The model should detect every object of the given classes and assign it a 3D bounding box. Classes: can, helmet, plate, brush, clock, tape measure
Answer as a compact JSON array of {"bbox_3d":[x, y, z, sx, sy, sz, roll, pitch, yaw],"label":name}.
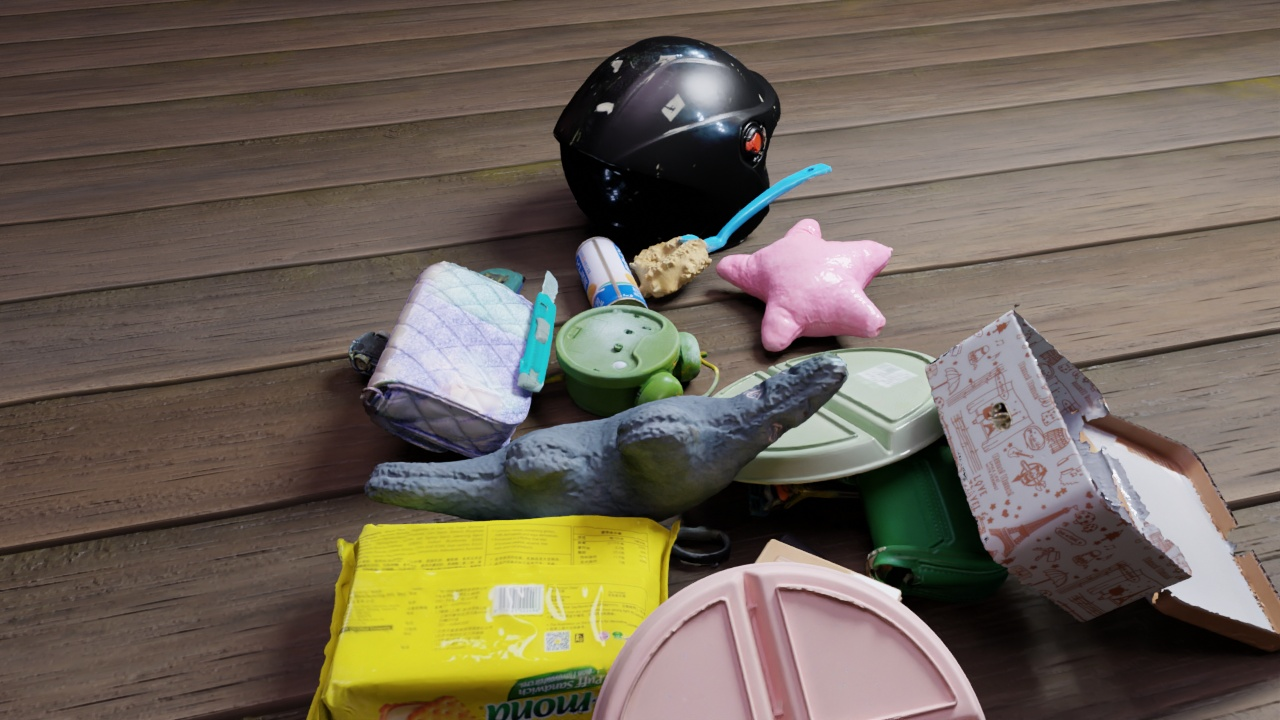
[{"bbox_3d":[-0.032,-0.079,0.978,0.053,0.053,0.134,-10,38,-11],"label":"can"},{"bbox_3d":[0.030,-0.263,1.076,0.233,0.230,0.274,35,89,38],"label":"helmet"},{"bbox_3d":[0.150,0.038,0.769,0.230,0.027,0.230,-15,18,5],"label":"plate"},{"bbox_3d":[0.097,-0.148,1.006,0.254,0.046,0.083,-33,26,-2],"label":"brush"},{"bbox_3d":[-0.005,0.005,0.864,0.161,0.056,0.115,13,40,18],"label":"clock"},{"bbox_3d":[0.084,0.225,0.503,0.229,0.028,0.229,0,69,1],"label":"plate"},{"bbox_3d":[-0.159,-0.081,1.008,0.054,0.025,0.058,9,38,12],"label":"tape measure"}]

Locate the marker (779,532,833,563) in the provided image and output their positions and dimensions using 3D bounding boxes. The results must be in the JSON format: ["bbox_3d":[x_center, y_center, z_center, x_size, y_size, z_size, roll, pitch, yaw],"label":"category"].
[{"bbox_3d":[0.154,0.169,0.673,0.022,0.020,0.132,-20,40,-40],"label":"marker"}]

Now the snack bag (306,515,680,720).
[{"bbox_3d":[-0.089,0.171,0.603,0.246,0.068,0.157,-3,38,-2],"label":"snack bag"}]

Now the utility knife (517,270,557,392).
[{"bbox_3d":[-0.093,-0.031,0.863,0.013,0.029,0.192,-38,28,26],"label":"utility knife"}]

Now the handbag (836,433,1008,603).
[{"bbox_3d":[0.214,0.115,0.688,0.120,0.068,0.131,-1,46,-7],"label":"handbag"}]

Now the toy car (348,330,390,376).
[{"bbox_3d":[-0.232,0.004,0.890,0.105,0.031,0.048,20,39,9],"label":"toy car"}]

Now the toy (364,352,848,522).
[{"bbox_3d":[-0.017,0.074,0.684,0.357,0.138,0.091,-16,55,9],"label":"toy"}]

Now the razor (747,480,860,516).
[{"bbox_3d":[0.160,0.109,0.751,0.143,0.022,0.042,2,39,4],"label":"razor"}]

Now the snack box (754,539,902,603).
[{"bbox_3d":[0.107,0.189,0.601,0.094,0.077,0.092,19,42,25],"label":"snack box"}]

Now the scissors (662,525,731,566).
[{"bbox_3d":[-0.008,0.131,0.738,0.176,0.014,0.159,-34,46,-31],"label":"scissors"}]

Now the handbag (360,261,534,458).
[{"bbox_3d":[-0.164,0.001,0.837,0.134,0.076,0.193,26,34,-14],"label":"handbag"}]

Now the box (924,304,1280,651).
[{"bbox_3d":[0.332,0.098,0.652,0.262,0.088,0.177,31,36,-28],"label":"box"}]

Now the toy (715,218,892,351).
[{"bbox_3d":[0.187,-0.080,0.951,0.178,0.075,0.194,-23,44,-5],"label":"toy"}]
